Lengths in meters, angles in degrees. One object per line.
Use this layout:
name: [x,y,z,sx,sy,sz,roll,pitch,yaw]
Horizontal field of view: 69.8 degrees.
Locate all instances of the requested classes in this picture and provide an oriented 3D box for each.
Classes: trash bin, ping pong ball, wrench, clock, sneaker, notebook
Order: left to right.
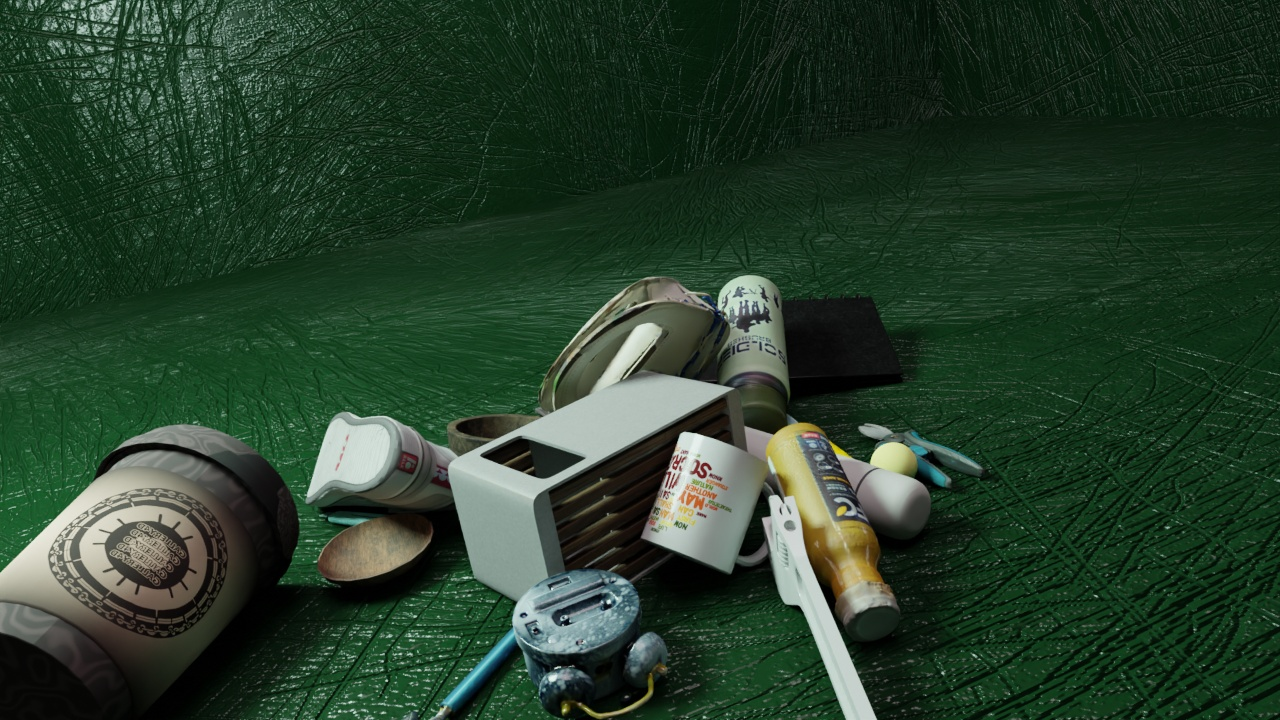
sneaker: [-0.249,0.114,0.923,0.128,0.096,0.264,26,-22,-32]
clock: [-0.035,0.193,0.622,0.090,0.052,0.129,-16,25,-20]
trash bin: [-0.027,0.105,0.782,0.228,0.114,0.115,-25,24,-38]
notebook: [0.178,-0.026,1.100,0.231,0.019,0.168,-2,37,0]
wrench: [0.117,0.180,0.589,0.018,0.087,0.273,-10,29,-2]
ping pong ball: [0.224,0.092,0.810,0.040,0.040,0.040,-9,19,3]

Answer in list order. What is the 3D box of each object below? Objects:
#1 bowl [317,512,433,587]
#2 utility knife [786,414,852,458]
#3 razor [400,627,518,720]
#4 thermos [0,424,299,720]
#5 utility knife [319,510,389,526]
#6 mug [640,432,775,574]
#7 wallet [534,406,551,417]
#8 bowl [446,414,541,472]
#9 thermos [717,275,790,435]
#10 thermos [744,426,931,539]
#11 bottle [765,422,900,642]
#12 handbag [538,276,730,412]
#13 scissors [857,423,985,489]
bowl: [-0.233,0.175,0.820,0.102,0.026,0.114,-13,18,-7]
utility knife: [0.172,0.088,0.882,0.030,0.018,0.206,-46,19,1]
razor: [-0.120,0.223,0.638,0.042,0.022,0.143,-41,-6,35]
thermos: [-0.392,0.175,0.703,0.173,0.173,0.225,-5,25,13]
utility knife: [-0.276,0.159,0.911,0.120,0.015,0.022,-1,19,33]
mug: [0.064,0.118,0.725,0.105,0.089,0.074,25,-12,-15]
wallet: [-0.056,0.063,1.059,0.099,0.031,0.120,-15,18,-24]
bowl: [-0.139,0.096,0.950,0.121,0.056,0.121,2,9,-1]
thermos: [0.118,0.003,0.991,0.082,0.082,0.230,-6,38,10]
thermos: [0.148,0.102,0.801,0.052,0.052,0.224,-23,23,-33]
bottle: [0.142,0.123,0.684,0.053,0.053,0.186,-11,35,-3]
handbag: [-0.005,0.005,0.913,0.093,0.201,0.199,43,15,23]
scissors: [0.250,0.086,0.849,0.132,0.019,0.147,0,22,24]
